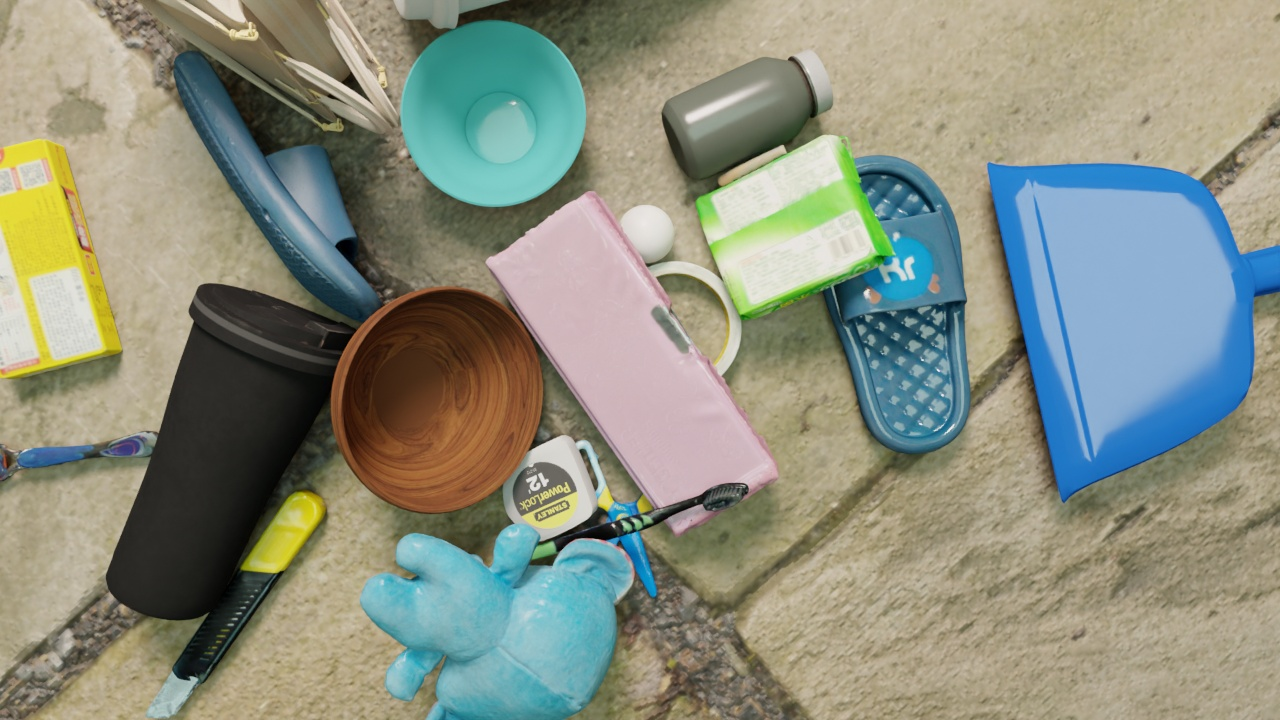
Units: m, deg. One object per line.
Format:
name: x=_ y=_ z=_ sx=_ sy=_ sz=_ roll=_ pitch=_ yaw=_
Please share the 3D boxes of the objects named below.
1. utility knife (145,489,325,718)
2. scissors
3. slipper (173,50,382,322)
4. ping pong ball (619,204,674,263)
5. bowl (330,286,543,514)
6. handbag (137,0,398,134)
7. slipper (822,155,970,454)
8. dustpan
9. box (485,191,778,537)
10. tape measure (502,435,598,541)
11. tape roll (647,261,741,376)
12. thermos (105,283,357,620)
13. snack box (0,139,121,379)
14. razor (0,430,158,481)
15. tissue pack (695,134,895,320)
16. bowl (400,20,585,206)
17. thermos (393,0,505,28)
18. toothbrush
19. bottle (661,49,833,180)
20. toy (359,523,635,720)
utility knife: x=-0.288 y=0.176 z=0.649 sx=0.029 sy=0.020 sz=0.198 roll=36 pitch=90 yaw=-2
scissors: x=-0.017 y=0.109 z=0.659 sx=0.125 sy=0.016 sz=0.125 roll=34 pitch=90 yaw=0
slipper: x=-0.233 y=-0.113 z=0.607 sx=0.059 sy=0.104 sz=0.213 roll=-35 pitch=86 yaw=-22
ping pong ball: x=0.004 y=-0.088 z=0.637 sx=0.040 sy=0.040 sz=0.040 roll=0 pitch=92 yaw=-2
bowl: x=-0.145 y=0.023 z=0.614 sx=0.147 sy=0.069 sz=0.147 roll=-7 pitch=101 yaw=-40
handbag: x=-0.220 y=-0.209 z=0.545 sx=0.198 sy=0.194 sz=0.101 roll=43 pitch=86 yaw=1
slipper: x=0.185 y=-0.039 z=0.638 sx=0.104 sy=0.059 sz=0.214 roll=-14 pitch=94 yaw=-4
dustpan: x=0.393 y=-0.049 z=0.645 sx=0.258 sy=0.059 sz=0.245 roll=-13 pitch=93 yaw=8
box: x=-0.004 y=0.004 z=0.625 sx=0.098 sy=0.041 sz=0.233 roll=-34 pitch=97 yaw=14
tape measure: x=-0.067 y=0.090 z=0.647 sx=0.064 sy=0.016 sz=0.065 roll=-25 pitch=90 yaw=15
tape roll: x=0.024 y=-0.023 z=0.652 sx=0.094 sy=0.019 sz=0.094 roll=0 pitch=92 yaw=-2
thermos: x=-0.276 y=0.059 z=0.609 sx=0.106 sy=0.105 sz=0.219 roll=26 pitch=96 yaw=-3
snack box: x=-0.419 y=-0.069 z=0.631 sx=0.075 sy=0.025 sz=0.152 roll=-14 pitch=93 yaw=-1
razor: x=-0.406 y=0.065 z=0.641 sx=0.141 sy=0.018 sz=0.044 roll=-8 pitch=92 yaw=-2
tissue pack: x=0.100 y=-0.090 z=0.619 sx=0.114 sy=0.034 sz=0.099 roll=-24 pitch=77 yaw=22
bowl: x=-0.098 y=-0.163 z=0.627 sx=0.121 sy=0.046 sz=0.121 roll=0 pitch=93 yaw=-2
thermos: x=-0.054 y=-0.293 z=0.581 sx=0.221 sy=0.132 sz=0.131 roll=-16 pitch=93 yaw=-15
toothbrush: x=-0.013 y=0.115 z=0.626 sx=0.188 sy=0.017 sz=0.014 roll=-21 pitch=103 yaw=21
bottle: x=0.073 y=-0.169 z=0.626 sx=0.108 sy=0.060 sz=0.060 roll=-24 pitch=93 yaw=-1
toy: x=-0.102 y=0.174 z=0.613 sx=0.180 sy=0.115 sz=0.183 roll=39 pitch=90 yaw=-25
